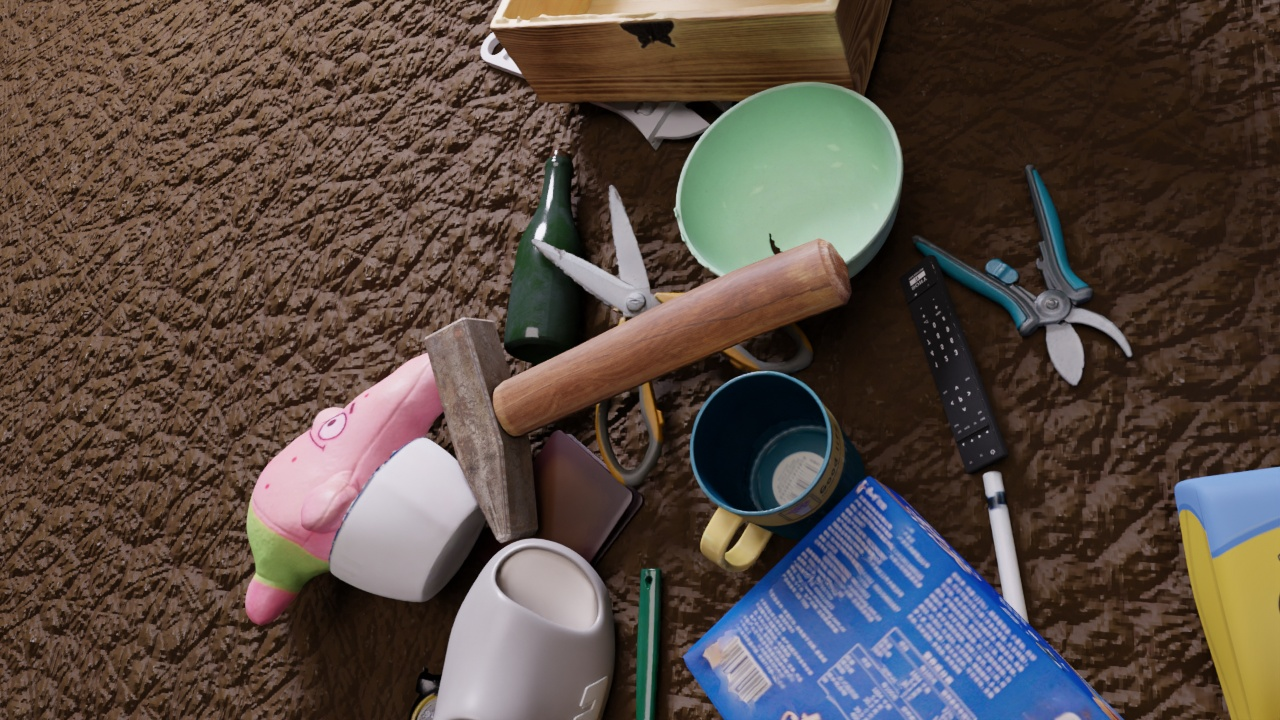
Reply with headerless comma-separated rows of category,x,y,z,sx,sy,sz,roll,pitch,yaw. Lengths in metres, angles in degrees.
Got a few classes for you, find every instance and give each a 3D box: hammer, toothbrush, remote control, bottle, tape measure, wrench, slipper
hammer,-0.004,0.004,0.596,0.302,0.037,0.158,-24,77,27
toothbrush,0.215,0.153,0.513,0.017,0.012,0.186,-6,68,10
toothbrush,0.005,0.229,0.585,0.016,0.017,0.189,-7,67,24
remote control,0.194,0.000,0.573,0.030,0.009,0.140,-45,49,50
bottle,-0.070,-0.086,0.717,0.055,0.055,0.174,-6,68,24
tape measure,-0.127,0.248,0.629,0.062,0.034,0.061,6,67,14
wrench,-0.037,-0.249,0.785,0.273,0.018,0.086,31,86,33
slipper,-0.091,0.245,0.566,0.113,0.081,0.265,21,81,0

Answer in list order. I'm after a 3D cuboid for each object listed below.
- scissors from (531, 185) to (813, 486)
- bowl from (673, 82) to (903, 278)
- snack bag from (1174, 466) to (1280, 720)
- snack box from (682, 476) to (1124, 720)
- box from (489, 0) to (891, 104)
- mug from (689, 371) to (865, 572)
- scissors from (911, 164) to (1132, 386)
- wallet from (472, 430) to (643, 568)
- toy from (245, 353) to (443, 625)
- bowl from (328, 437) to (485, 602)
scissors,0.002,-0.017,0.649,0.225,0.016,0.216,28,84,17
bowl,0.107,-0.104,0.623,0.151,0.077,0.150,-9,67,23
snack bag,0.349,0.144,0.406,0.159,0.102,0.205,-12,78,22
snack box,0.145,0.190,0.488,0.155,0.069,0.202,-47,55,8
box,0.023,-0.388,0.625,0.280,0.323,0.283,8,66,30
mug,0.078,0.075,0.553,0.083,0.107,0.113,29,85,30
scissors,0.244,-0.061,0.574,0.154,0.019,0.124,27,86,29
wallet,-0.060,0.120,0.659,0.091,0.018,0.115,37,93,32
toy,-0.222,0.083,0.696,0.236,0.097,0.192,-50,23,1
bowl,-0.158,0.120,0.655,0.066,0.116,0.116,30,86,9
